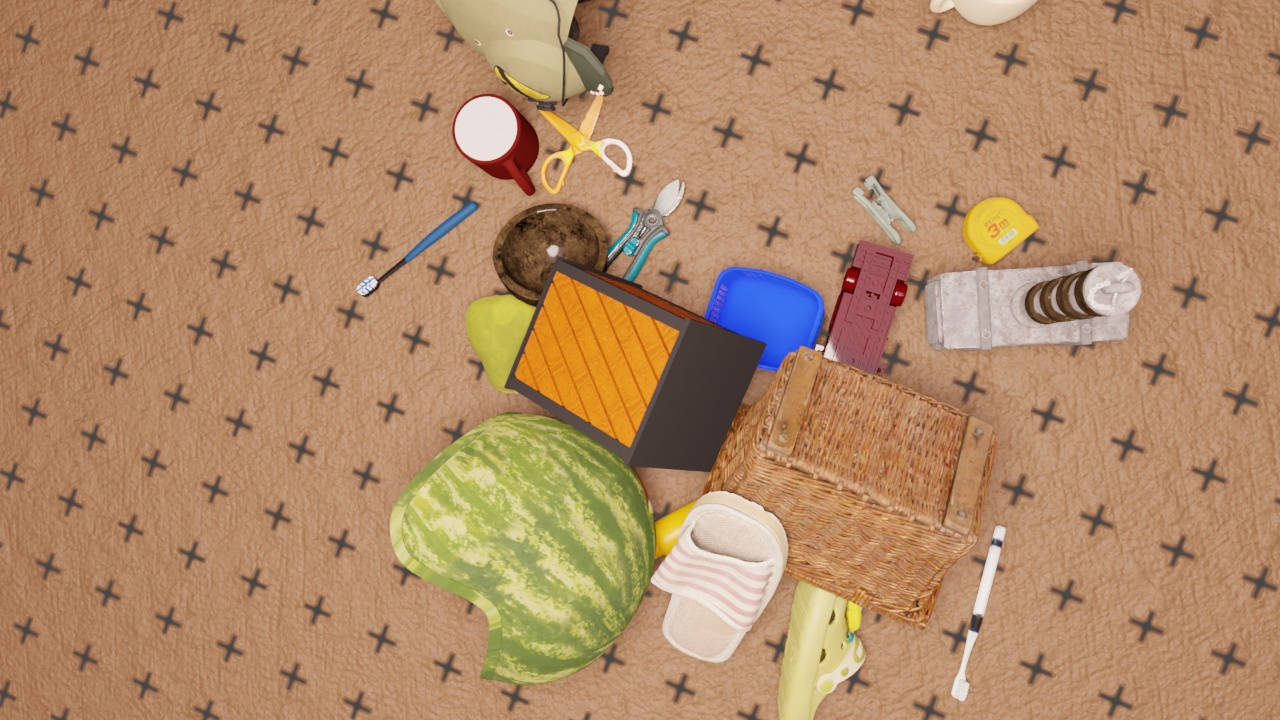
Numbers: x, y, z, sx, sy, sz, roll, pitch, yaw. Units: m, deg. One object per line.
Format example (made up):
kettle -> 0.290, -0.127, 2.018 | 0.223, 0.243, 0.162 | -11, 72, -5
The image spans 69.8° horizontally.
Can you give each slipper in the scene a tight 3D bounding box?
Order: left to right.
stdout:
slipper -> 0.068, 0.226, 0.894 | 0.115, 0.052, 0.264 | 21, 135, 10
slipper -> 0.191, 0.295, 0.939 | 0.081, 0.091, 0.190 | 13, 95, 5

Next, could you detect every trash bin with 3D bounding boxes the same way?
trash bin -> -0.005, 0.005, 0.897 | 0.172, 0.139, 0.140 | 28, 99, 36

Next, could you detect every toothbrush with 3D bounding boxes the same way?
toothbrush -> -0.251, -0.125, 1.031 | 0.168, 0.014, 0.014 | -37, 52, 6
toothbrush -> 0.353, 0.262, 0.951 | 0.012, 0.017, 0.187 | 13, 92, -13

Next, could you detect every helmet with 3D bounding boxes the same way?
helmet -> -0.103, 0.181, 0.912 | 0.243, 0.213, 0.247 | -39, 87, -12
helmet -> -0.085, -0.378, 0.877 | 0.233, 0.255, 0.250 | 28, 92, 3

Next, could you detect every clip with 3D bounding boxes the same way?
clip -> 0.255, -0.157, 0.961 | 0.044, 0.023, 0.076 | -39, 83, 7

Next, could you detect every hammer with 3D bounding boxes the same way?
hammer -> 0.364, -0.052, 0.793 | 0.177, 0.326, 0.079 | -3, 89, 7

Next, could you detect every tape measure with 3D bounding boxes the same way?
tape measure -> 0.362, -0.136, 0.942 | 0.068, 0.030, 0.059 | -40, 85, 4

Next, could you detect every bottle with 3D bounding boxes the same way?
bottle -> 0.062, 0.171, 0.976 | 0.144, 0.043, 0.043 | -29, 86, 7

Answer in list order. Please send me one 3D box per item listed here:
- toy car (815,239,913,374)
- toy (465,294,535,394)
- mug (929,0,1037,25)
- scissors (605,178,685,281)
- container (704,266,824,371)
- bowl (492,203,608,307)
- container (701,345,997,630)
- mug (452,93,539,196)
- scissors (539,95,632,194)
toy car -> 0.224, -0.032, 0.945 | 0.070, 0.062, 0.170 | 17, 92, 7
toy -> -0.146, -0.017, 1.000 | 0.090, 0.051, 0.110 | -4, 92, 10
mug -> 0.343, -0.379, 0.909 | 0.120, 0.099, 0.096 | -26, 89, 9
scissors -> -0.006, -0.133, 0.997 | 0.146, 0.019, 0.133 | -6, 90, 8
container -> 0.130, -0.040, 0.951 | 0.114, 0.058, 0.096 | 19, 93, 19
bowl -> -0.093, -0.102, 0.983 | 0.121, 0.056, 0.121 | -1, 63, 3
container -> 0.199, 0.110, 0.860 | 0.250, 0.184, 0.161 | 22, 57, 7
mug -> -0.146, -0.224, 0.982 | 0.073, 0.082, 0.105 | -31, 86, 6
scissors -> -0.062, -0.236, 1.007 | 0.131, 0.011, 0.125 | 24, 95, 5
